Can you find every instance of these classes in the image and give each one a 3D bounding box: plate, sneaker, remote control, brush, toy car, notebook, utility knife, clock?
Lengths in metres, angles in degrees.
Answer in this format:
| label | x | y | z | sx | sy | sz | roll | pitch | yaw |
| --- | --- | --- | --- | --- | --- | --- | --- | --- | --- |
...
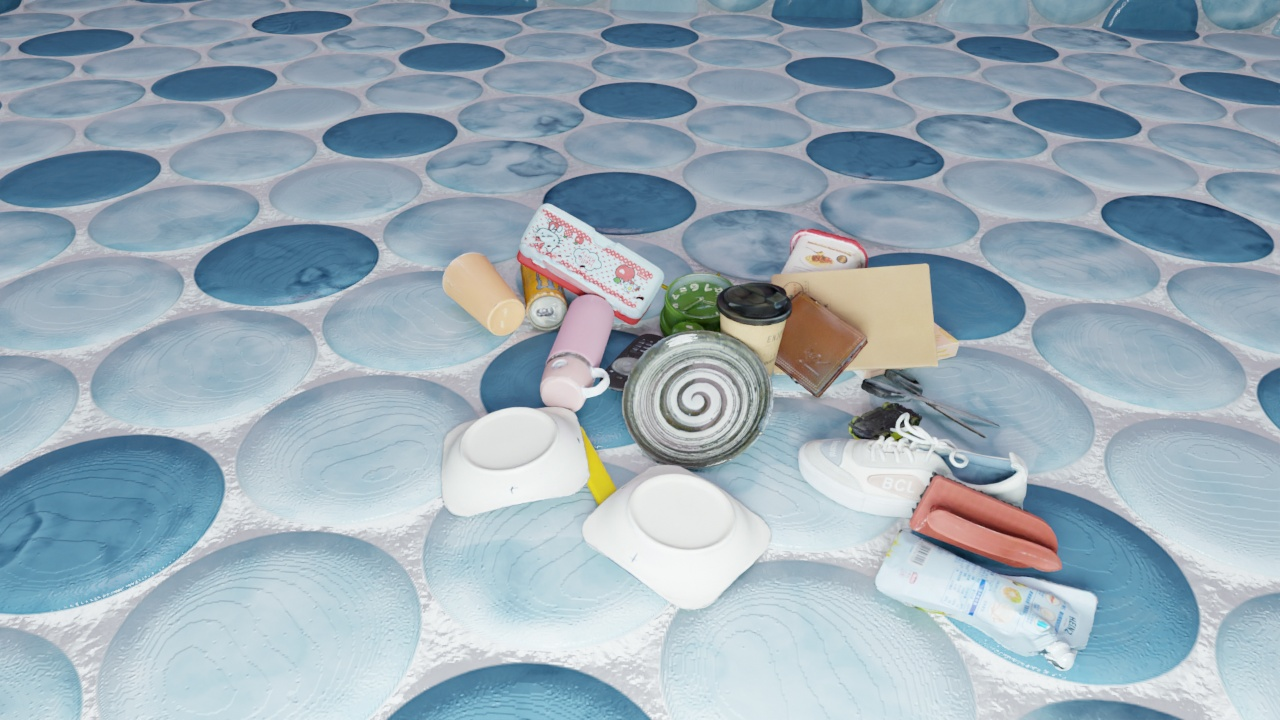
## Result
| label | x | y | z | sx | sy | sz | roll | pitch | yaw |
| --- | --- | --- | --- | --- | --- | --- | --- | --- | --- |
| plate | 0.040 | 0.166 | 0.941 | 0.164 | 0.034 | 0.163 | 30 | 41 | 26 |
| sneaker | 0.292 | 0.114 | 0.993 | 0.242 | 0.091 | 0.089 | 11 | 34 | 15 |
| plate | -0.146 | 0.099 | 1.033 | 0.164 | 0.034 | 0.163 | -12 | 36 | -5 |
| plate | 0.068 | 0.048 | 1.088 | 0.179 | 0.024 | 0.179 | -5 | 64 | 10 |
| remote control | -0.007 | 0.007 | 1.199 | 0.053 | 0.024 | 0.136 | 18 | 39 | 21 |
| brush | 0.350 | 0.169 | 0.920 | 0.146 | 0.063 | 0.069 | 22 | 20 | -1 |
| toy car | 0.289 | 0.080 | 1.090 | 0.105 | 0.032 | 0.048 | -17 | 35 | -37 |
| notebook | 0.278 | -0.054 | 1.211 | 0.208 | 0.008 | 0.147 | -3 | 68 | 13 |
| utility knife | -0.048 | 0.136 | 1.013 | 0.033 | 0.015 | 0.223 | -15 | 37 | -16 |
| clock | 0.088 | -0.059 | 1.261 | 0.116 | 0.056 | 0.161 | -11 | 44 | -9 |

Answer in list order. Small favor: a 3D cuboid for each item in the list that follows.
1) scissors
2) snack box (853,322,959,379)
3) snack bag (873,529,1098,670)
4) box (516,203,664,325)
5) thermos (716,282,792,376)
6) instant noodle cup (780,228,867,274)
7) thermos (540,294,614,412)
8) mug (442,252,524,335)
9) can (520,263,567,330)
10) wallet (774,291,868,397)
| label | x | y | z | sx | sy | sz | roll | pitch | yaw |
| --- | --- | --- | --- | --- | --- | --- | --- | --- | --- |
| scissors | 0.354 | 0.050 | 1.134 | 0.159 | 0.014 | 0.181 | 6 | 22 | -23 |
| snack box | 0.345 | -0.021 | 1.252 | 0.157 | 0.026 | 0.084 | -13 | 37 | -20 |
| snack bag | 0.328 | 0.224 | 0.876 | 0.191 | 0.039 | 0.110 | 19 | 26 | 24 |
| box | -0.066 | -0.139 | 1.283 | 0.201 | 0.101 | 0.095 | 30 | 27 | 1 |
| thermos | 0.138 | -0.028 | 1.149 | 0.093 | 0.143 | 0.093 | 1 | 33 | -1 |
| instant noodle cup | 0.251 | -0.108 | 1.314 | 0.117 | 0.116 | 0.123 | 20 | 50 | 24 |
| thermos | -0.072 | -0.011 | 1.181 | 0.087 | 0.067 | 0.198 | -7 | 31 | 13 |
| mug | -0.217 | -0.090 | 1.296 | 0.078 | 0.078 | 0.123 | -21 | 45 | -30 |
| can | -0.141 | -0.104 | 1.328 | 0.058 | 0.058 | 0.145 | -5 | 34 | -9 |
| wallet | 0.217 | -0.023 | 1.190 | 0.101 | 0.032 | 0.124 | -47 | 61 | -4 |
